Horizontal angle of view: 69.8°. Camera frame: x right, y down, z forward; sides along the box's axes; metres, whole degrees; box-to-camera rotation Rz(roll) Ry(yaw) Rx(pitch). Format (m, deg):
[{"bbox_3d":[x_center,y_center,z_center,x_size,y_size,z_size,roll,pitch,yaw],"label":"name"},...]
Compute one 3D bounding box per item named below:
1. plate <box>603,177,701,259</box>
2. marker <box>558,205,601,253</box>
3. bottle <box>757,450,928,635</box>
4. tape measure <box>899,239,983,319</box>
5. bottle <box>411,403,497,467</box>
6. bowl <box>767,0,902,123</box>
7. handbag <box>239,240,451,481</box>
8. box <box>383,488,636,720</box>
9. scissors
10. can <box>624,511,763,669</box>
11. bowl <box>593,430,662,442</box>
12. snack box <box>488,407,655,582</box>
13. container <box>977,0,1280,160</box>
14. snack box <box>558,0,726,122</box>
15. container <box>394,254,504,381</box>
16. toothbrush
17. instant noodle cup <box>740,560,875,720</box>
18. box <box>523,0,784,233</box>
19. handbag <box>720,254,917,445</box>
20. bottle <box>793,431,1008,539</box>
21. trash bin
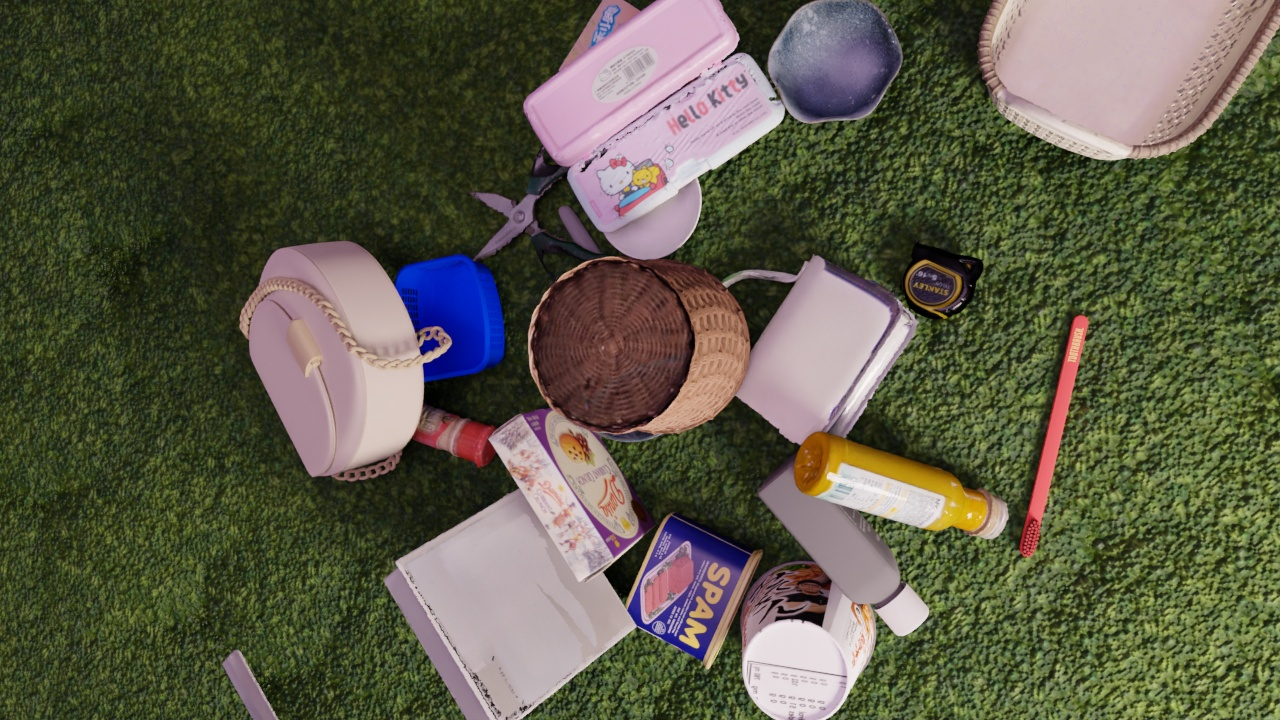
[{"bbox_3d":[0.012,-0.146,0.860,0.104,0.026,0.104,1,92,23],"label":"plate"},{"bbox_3d":[-0.038,-0.093,0.886,0.022,0.016,0.138,-29,82,-18],"label":"marker"},{"bbox_3d":[0.179,0.161,0.799,0.046,0.083,0.174,-42,82,12],"label":"bottle"},{"bbox_3d":[0.258,-0.066,0.796,0.062,0.034,0.061,23,93,25],"label":"tape measure"},{"bbox_3d":[-0.197,0.070,0.918,0.109,0.044,0.044,18,96,14],"label":"bottle"},{"bbox_3d":[0.170,-0.257,0.803,0.110,0.055,0.110,1,92,15],"label":"bowl"},{"bbox_3d":[-0.288,-0.004,0.880,0.210,0.103,0.209,56,134,18],"label":"handbag"},{"bbox_3d":[-0.142,0.250,0.953,0.173,0.423,0.167,-31,83,-16],"label":"box"},{"bbox_3d":[-0.076,-0.131,0.879,0.202,0.015,0.202,-40,76,22],"label":"scissors"},{"bbox_3d":[0.047,0.209,0.850,0.092,0.056,0.116,24,97,14],"label":"can"},{"bbox_3d":[-0.005,0.005,0.857,0.137,0.057,0.137,1,92,14],"label":"bowl"},{"bbox_3d":[-0.057,0.113,0.829,0.041,0.143,0.148,-35,83,13],"label":"snack box"},{"bbox_3d":[0.376,-0.274,0.703,0.184,0.142,0.246,31,99,12],"label":"container"},{"bbox_3d":[0.008,-0.265,0.857,0.151,0.034,0.087,37,100,11],"label":"snack box"},{"bbox_3d":[-0.184,-0.041,0.902,0.096,0.058,0.114,-9,89,15],"label":"container"},{"bbox_3d":[0.353,0.066,0.783,0.012,0.018,0.212,12,95,14],"label":"toothbrush"},{"bbox_3d":[0.139,0.248,0.792,0.124,0.121,0.123,0,92,15],"label":"instant noodle cup"},{"bbox_3d":[0.008,-0.225,0.820,0.201,0.038,0.152,-32,83,14],"label":"box"},{"bbox_3d":[0.137,-0.022,0.822,0.176,0.074,0.151,36,99,31],"label":"handbag"},{"bbox_3d":[0.220,0.108,0.764,0.186,0.053,0.053,18,97,-17],"label":"bottle"},{"bbox_3d":[-0.002,-0.009,0.717,0.151,0.210,0.151,0,91,15],"label":"trash bin"}]
